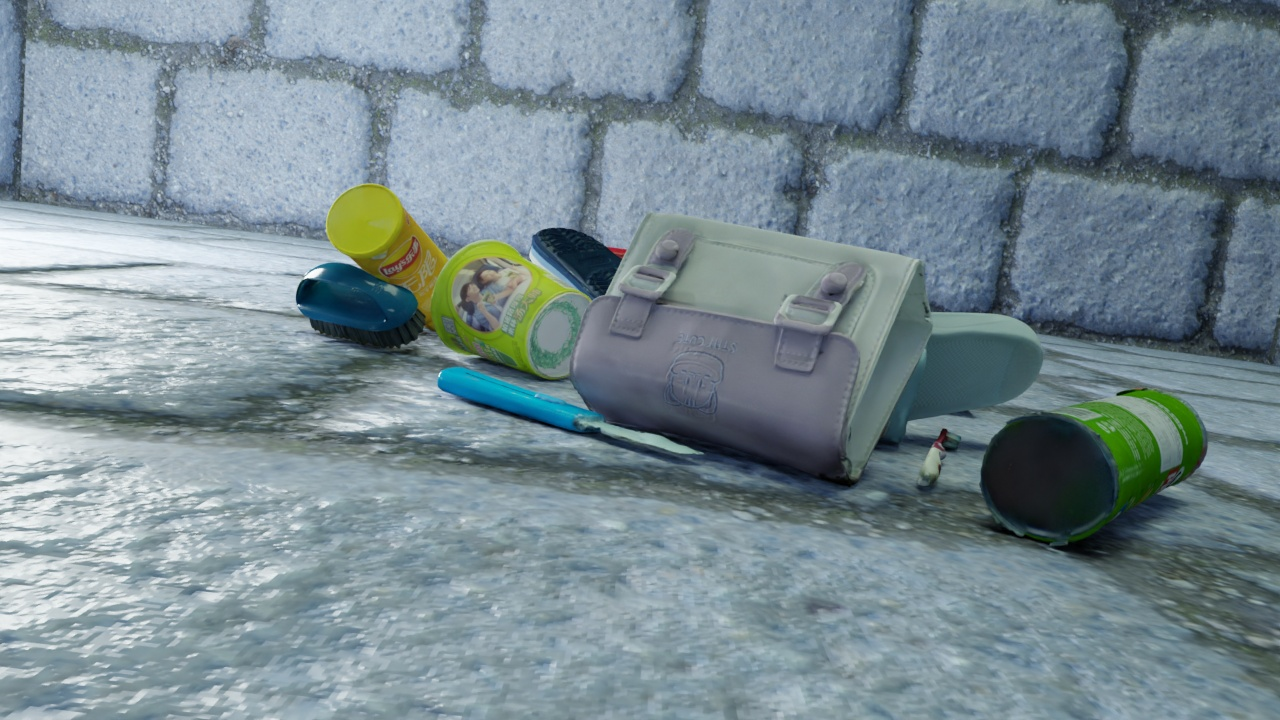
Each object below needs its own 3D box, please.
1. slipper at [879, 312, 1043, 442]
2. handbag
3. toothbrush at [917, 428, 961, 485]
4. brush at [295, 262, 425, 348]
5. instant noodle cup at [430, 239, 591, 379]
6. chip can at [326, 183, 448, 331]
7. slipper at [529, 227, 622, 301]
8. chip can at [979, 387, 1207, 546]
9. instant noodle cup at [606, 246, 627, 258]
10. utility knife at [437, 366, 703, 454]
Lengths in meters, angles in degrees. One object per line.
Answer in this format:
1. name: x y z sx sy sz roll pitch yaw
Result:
1. slipper: 0.198 0.017 0.693 0.245 0.104 0.074 -3 38 -13
2. handbag: 0.068 -0.012 0.597 0.197 0.144 0.098 15 -22 32
3. toothbrush: 0.209 0.067 0.638 0.017 0.016 0.187 21 11 19
4. brush: -0.265 -0.057 0.847 0.144 0.073 0.055 11 51 31
5. instant noodle cup: -0.105 -0.038 0.814 0.123 0.112 0.111 25 17 40
6. chip can: -0.230 -0.095 0.911 0.072 0.072 0.213 9 -15 11
7. slipper: -0.041 -0.064 1.048 0.253 0.095 0.104 38 40 28
8. chip can: 0.282 0.057 0.557 0.072 0.072 0.235 14 10 39
9. instant noodle cup: -0.037 -0.078 1.172 0.116 0.116 0.124 10 -5 15
10. utility knife: -0.054 0.034 0.611 0.225 0.018 0.034 14 9 35
